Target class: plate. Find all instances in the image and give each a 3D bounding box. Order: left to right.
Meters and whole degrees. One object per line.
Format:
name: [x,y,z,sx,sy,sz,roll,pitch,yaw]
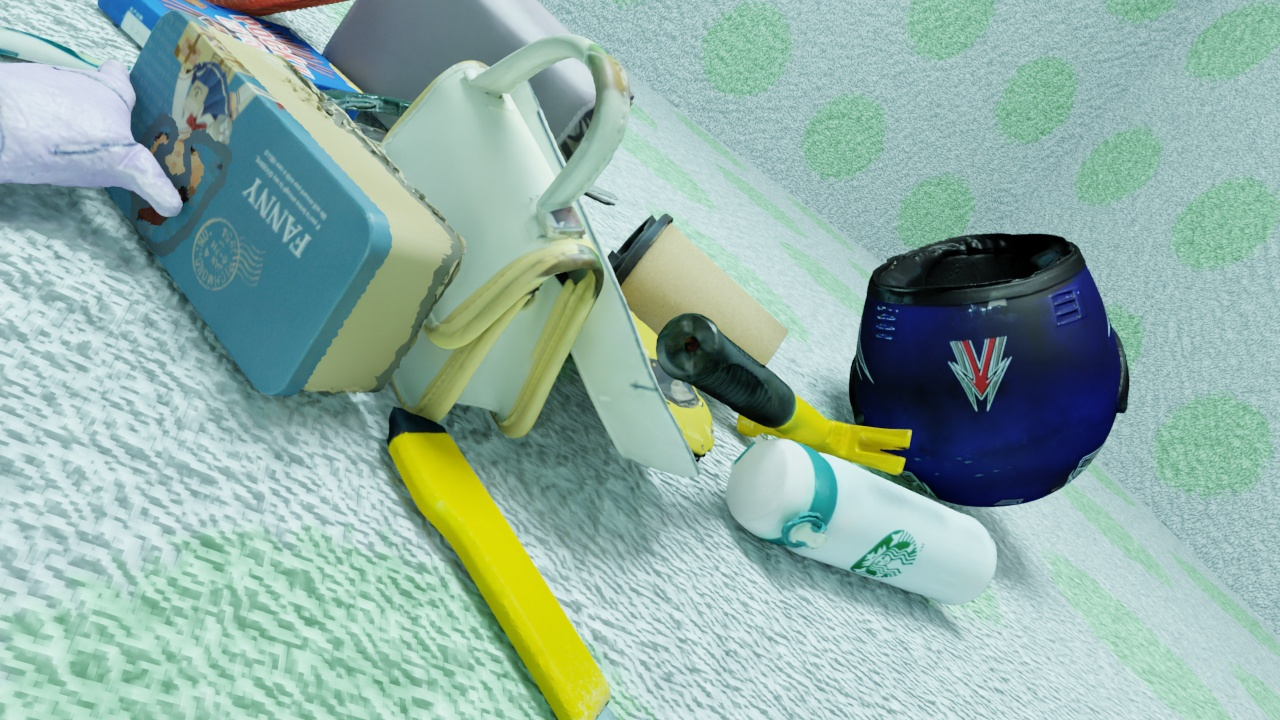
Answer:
plate: [-0.034,-0.048,0.501,0.162,0.034,0.265,67,-1,-52]

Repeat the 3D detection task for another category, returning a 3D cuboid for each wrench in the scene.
wrench: [-0.215,-0.141,0.519,0.056,0.016,0.272,15,21,15]

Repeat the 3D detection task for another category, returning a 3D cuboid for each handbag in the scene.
handbag: [-0.119,-0.213,0.692,0.197,0.145,0.098,44,29,-1]
handbag: [-0.070,-0.074,0.416,0.063,0.179,0.163,7,40,-36]

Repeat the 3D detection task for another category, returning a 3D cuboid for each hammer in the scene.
hammer: [0.080,0.026,0.544,0.129,0.033,0.300,13,-7,26]

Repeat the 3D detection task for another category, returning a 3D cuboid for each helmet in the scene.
helmet: [0.338,0.012,0.911,0.314,0.248,0.240,-42,124,-64]

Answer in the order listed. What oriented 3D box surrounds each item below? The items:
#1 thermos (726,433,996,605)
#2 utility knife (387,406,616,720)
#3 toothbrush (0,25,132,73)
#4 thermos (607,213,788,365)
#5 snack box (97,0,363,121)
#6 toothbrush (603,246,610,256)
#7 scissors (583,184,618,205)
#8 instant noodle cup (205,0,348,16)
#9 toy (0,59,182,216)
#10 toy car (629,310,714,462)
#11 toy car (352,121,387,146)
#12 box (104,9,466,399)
thermos: [0.147,0.108,0.597,0.224,0.073,0.073,25,23,-37]
utility knife: [-0.053,0.082,0.347,0.033,0.015,0.173,4,40,-52]
toothbrush: [-0.270,-0.154,0.487,0.016,0.018,0.191,45,18,16]
thermos: [0.034,-0.041,0.683,0.143,0.093,0.093,36,18,-1]
snack box: [-0.261,-0.202,0.607,0.084,0.026,0.157,42,18,10]
toothbrush: [-0.061,-0.112,0.804,0.187,0.016,0.017,35,9,-12]
scissors: [-0.100,-0.181,0.835,0.177,0.019,0.169,16,18,-20]
instant noodle cup: [-0.261,-0.300,0.672,0.188,0.164,0.079,-83,164,-68]
toy: [-0.235,-0.084,0.338,0.107,0.039,0.084,-10,61,-50]
toy car: [-0.004,0.004,0.595,0.071,0.041,0.156,10,36,-54]
toy car: [-0.147,-0.113,0.597,0.158,0.042,0.070,37,17,3]
box: [-0.150,-0.061,0.381,0.184,0.090,0.062,42,17,26]
